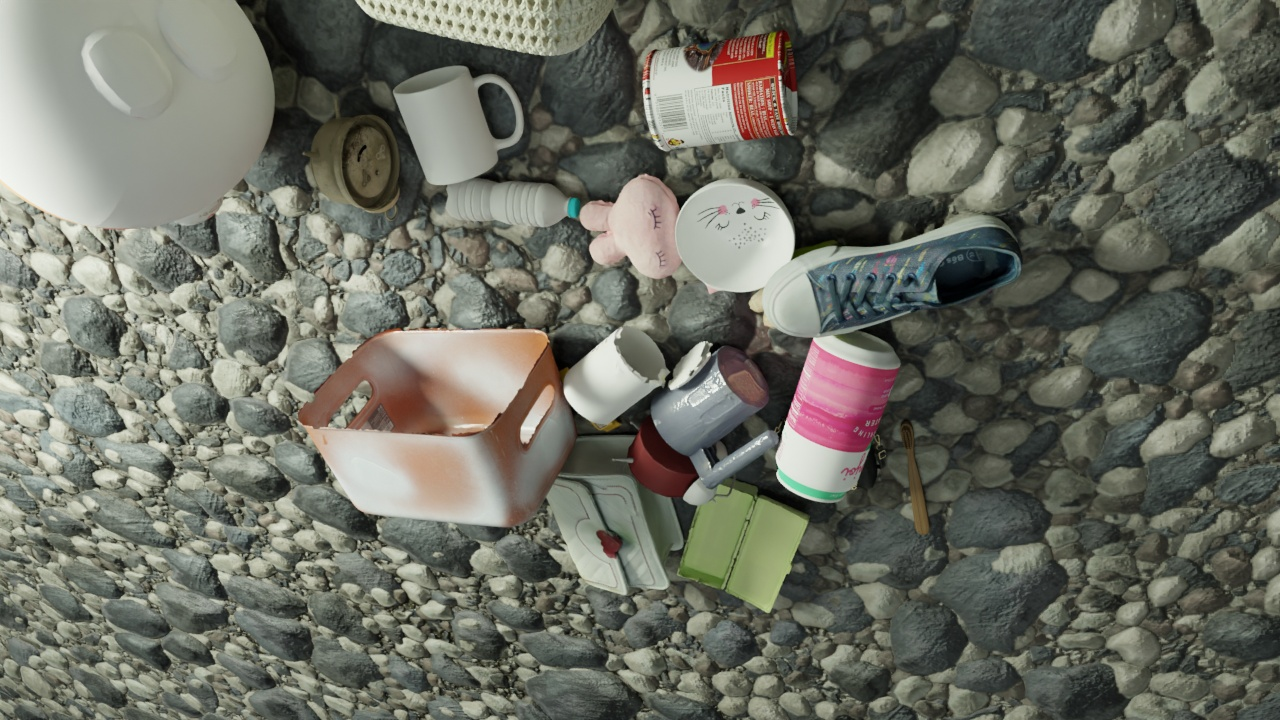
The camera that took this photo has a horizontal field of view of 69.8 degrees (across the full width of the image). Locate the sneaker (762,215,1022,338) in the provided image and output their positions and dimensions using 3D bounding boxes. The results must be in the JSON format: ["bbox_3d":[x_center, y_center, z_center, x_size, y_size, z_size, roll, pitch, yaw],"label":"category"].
[{"bbox_3d":[0.230,-0.065,0.831,0.236,0.079,0.087,-15,117,8],"label":"sneaker"}]

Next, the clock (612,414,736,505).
[{"bbox_3d":[0.044,0.113,1.049,0.137,0.096,0.048,27,130,0],"label":"clock"}]

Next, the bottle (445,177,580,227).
[{"bbox_3d":[-0.129,-0.160,0.932,0.136,0.044,0.044,7,127,13],"label":"bottle"}]

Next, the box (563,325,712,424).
[{"bbox_3d":[-0.004,0.006,1.001,0.094,0.084,0.166,45,125,-5],"label":"box"}]

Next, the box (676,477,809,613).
[{"bbox_3d":[0.126,0.231,1.152,0.138,0.029,0.188,19,129,11],"label":"box"}]

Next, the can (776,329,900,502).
[{"bbox_3d":[0.198,0.055,0.934,0.088,0.088,0.166,16,110,5],"label":"can"}]

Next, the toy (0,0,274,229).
[{"bbox_3d":[-0.488,-0.245,0.851,0.281,0.261,0.266,-8,122,44],"label":"toy"}]

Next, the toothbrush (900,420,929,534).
[{"bbox_3d":[0.309,0.136,1.034,0.016,0.016,0.167,-5,125,22],"label":"toothbrush"}]

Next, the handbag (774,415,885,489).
[{"bbox_3d":[0.207,0.098,1.021,0.129,0.054,0.079,5,116,18],"label":"handbag"}]

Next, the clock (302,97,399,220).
[{"bbox_3d":[-0.287,-0.192,0.941,0.055,0.092,0.141,9,153,20],"label":"clock"}]

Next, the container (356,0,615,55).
[{"bbox_3d":[-0.122,-0.343,0.716,0.252,0.184,0.143,15,140,8],"label":"container"}]

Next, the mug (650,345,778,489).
[{"bbox_3d":[0.084,0.061,0.990,0.104,0.083,0.124,-40,67,34],"label":"mug"}]

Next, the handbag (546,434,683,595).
[{"bbox_3d":[-0.039,0.193,1.135,0.142,0.096,0.199,-4,126,21],"label":"handbag"}]

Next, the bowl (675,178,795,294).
[{"bbox_3d":[0.094,-0.127,0.882,0.115,0.050,0.115,9,128,11],"label":"bowl"}]

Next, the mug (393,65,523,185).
[{"bbox_3d":[-0.168,-0.231,0.883,0.110,0.073,0.090,-17,122,-2],"label":"mug"}]

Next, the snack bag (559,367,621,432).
[{"bbox_3d":[-0.062,0.048,1.083,0.026,0.020,0.099,-29,113,30],"label":"snack bag"}]

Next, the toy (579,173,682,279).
[{"bbox_3d":[-0.008,-0.130,0.913,0.105,0.053,0.108,-1,125,25],"label":"toy"}]

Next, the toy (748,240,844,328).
[{"bbox_3d":[0.165,-0.068,0.910,0.118,0.043,0.092,-27,116,34],"label":"toy"}]

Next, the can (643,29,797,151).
[{"bbox_3d":[0.070,-0.231,0.789,0.116,0.086,0.087,-2,125,19],"label":"can"}]

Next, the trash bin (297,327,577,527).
[{"bbox_3d":[-0.217,0.076,1.043,0.260,0.181,0.157,-1,127,24],"label":"trash bin"}]
